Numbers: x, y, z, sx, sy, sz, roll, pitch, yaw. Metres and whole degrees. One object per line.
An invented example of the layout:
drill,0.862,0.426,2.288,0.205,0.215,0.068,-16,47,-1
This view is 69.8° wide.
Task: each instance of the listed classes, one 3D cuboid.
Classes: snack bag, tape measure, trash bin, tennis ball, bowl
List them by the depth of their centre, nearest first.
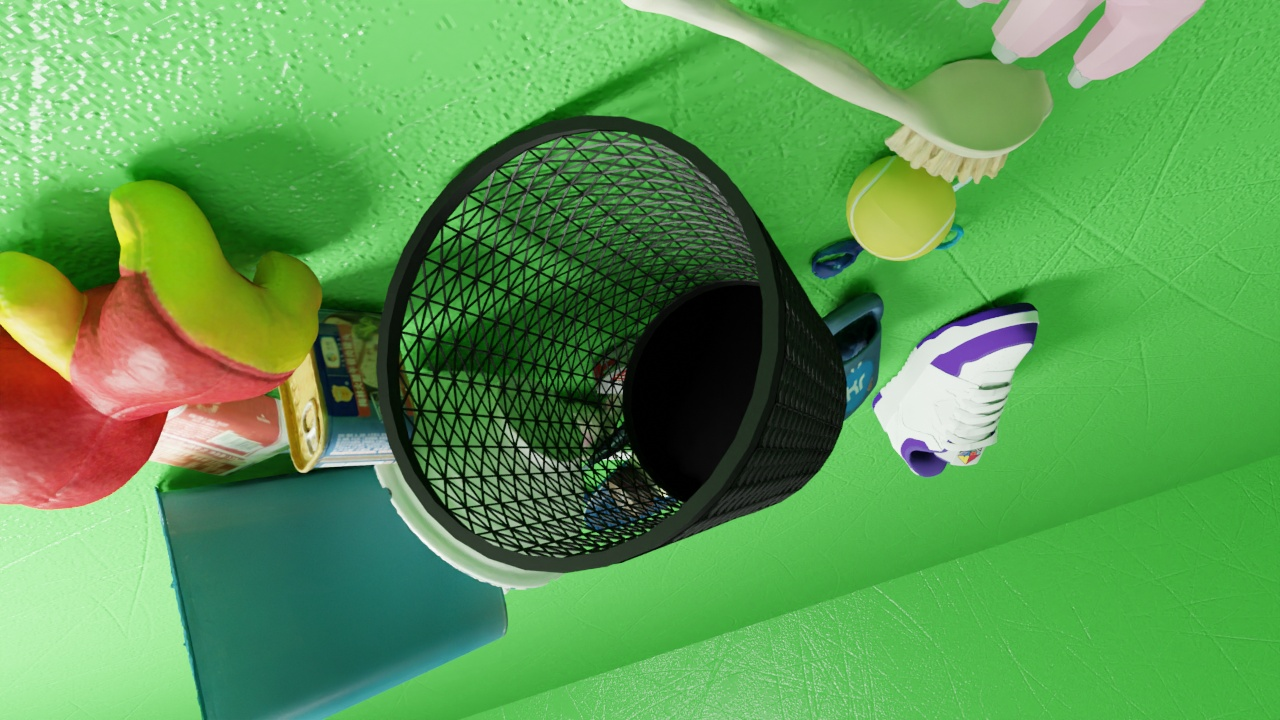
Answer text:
trash bin,0.013,0.007,0.539,0.217,0.216,0.243,-26,161,20
tennis ball,0.161,-0.095,0.569,0.065,0.065,0.065,-14,156,-7
snack bag,-0.293,0.041,0.604,0.077,0.036,0.116,-23,156,15
bowl,-0.088,0.059,0.621,0.071,0.177,0.177,-43,147,24
trash bin,-0.238,0.168,0.708,0.218,0.196,0.200,-11,-179,-29
tape measure,-0.004,0.005,0.731,0.060,0.020,0.062,7,147,-43

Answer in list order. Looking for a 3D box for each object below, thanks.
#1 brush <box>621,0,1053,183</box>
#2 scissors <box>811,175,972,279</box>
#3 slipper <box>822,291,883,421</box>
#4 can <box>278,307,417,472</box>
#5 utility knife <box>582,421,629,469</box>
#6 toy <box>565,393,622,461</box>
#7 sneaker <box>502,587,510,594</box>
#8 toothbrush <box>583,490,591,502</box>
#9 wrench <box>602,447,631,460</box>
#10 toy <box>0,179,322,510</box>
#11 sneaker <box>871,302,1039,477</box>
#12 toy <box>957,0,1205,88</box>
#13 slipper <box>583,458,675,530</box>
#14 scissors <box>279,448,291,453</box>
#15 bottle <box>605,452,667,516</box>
brush,0.102,-0.143,0.451,0.271,0.062,0.078,7,143,-34
scissors,0.181,-0.091,0.654,0.133,0.014,0.127,-29,153,29
slipper,0.169,0.020,0.787,0.103,0.059,0.214,-36,152,-22
can,-0.176,0.016,0.546,0.059,0.099,0.054,3,146,-40
utility knife,0.012,0.038,0.759,0.174,0.020,0.028,-42,161,12
toy,-0.050,0.058,0.790,0.112,0.050,0.087,-19,157,17
sneaker,-0.153,0.187,0.968,0.079,0.087,0.236,-44,167,-18
toothbrush,-0.091,0.133,0.944,0.016,0.017,0.190,-18,160,16
wrench,-0.064,0.092,0.896,0.272,0.009,0.047,3,150,-37
toy,-0.276,0.004,0.470,0.216,0.098,0.147,-28,145,15
sneaker,0.317,0.042,0.908,0.091,0.111,0.245,-9,155,-18
toy,0.226,-0.196,0.395,0.123,0.067,0.158,3,145,-35
slipper,0.069,0.065,0.870,0.294,0.060,0.118,-26,153,-12
scissors,-0.235,0.057,0.707,0.127,0.011,0.126,-11,156,-8
bottle,0.042,0.066,0.769,0.161,0.056,0.057,-38,164,-22
